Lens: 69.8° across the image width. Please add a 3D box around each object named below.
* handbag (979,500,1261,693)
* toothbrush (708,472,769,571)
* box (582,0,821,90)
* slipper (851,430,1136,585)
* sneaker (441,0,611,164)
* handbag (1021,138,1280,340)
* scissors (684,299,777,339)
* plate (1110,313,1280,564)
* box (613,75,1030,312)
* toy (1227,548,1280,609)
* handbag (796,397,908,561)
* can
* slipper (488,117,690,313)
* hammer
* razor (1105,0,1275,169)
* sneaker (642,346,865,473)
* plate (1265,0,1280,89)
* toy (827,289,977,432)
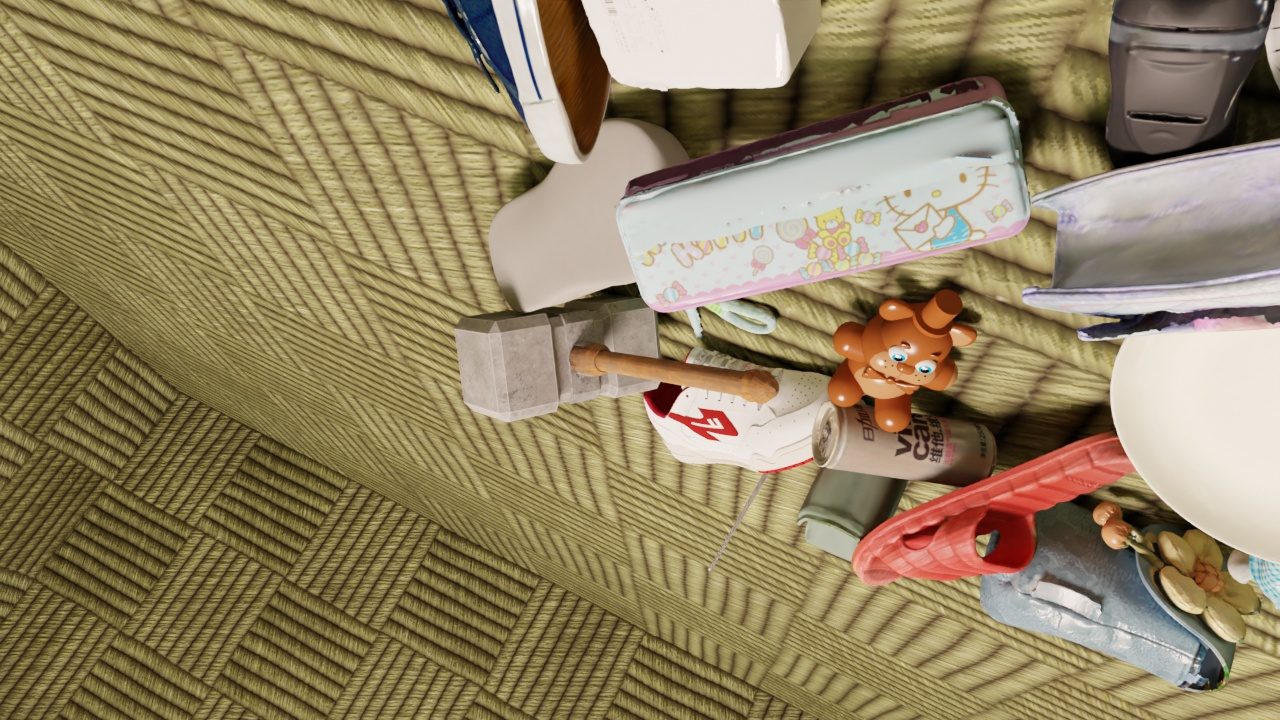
[{"bbox_3d":[0.378,0.170,0.732,0.192,0.121,0.119,20,139,25],"label":"handbag"},{"bbox_3d":[0.104,0.116,0.843,0.010,0.181,0.010,20,151,29],"label":"toothbrush"},{"bbox_3d":[0.033,-0.201,0.452,0.107,0.091,0.102,9,143,30],"label":"box"},{"bbox_3d":[0.266,0.131,0.697,0.103,0.059,0.250,13,141,-38],"label":"slipper"},{"bbox_3d":[-0.090,-0.222,0.464,0.127,0.120,0.295,7,148,19],"label":"sneaker"},{"bbox_3d":[0.268,-0.043,0.401,0.126,0.069,0.159,9,174,-31],"label":"handbag"},{"bbox_3d":[0.036,-0.059,0.772,0.172,0.021,0.171,16,159,25],"label":"scissors"},{"bbox_3d":[0.352,0.029,0.490,0.182,0.034,0.183,32,139,33],"label":"plate"},{"bbox_3d":[0.093,-0.087,0.496,0.215,0.065,0.078,-11,127,23],"label":"box"},{"bbox_3d":[0.438,0.107,0.569,0.105,0.131,0.205,50,171,8],"label":"toy"},{"bbox_3d":[0.190,0.107,0.803,0.067,0.121,0.106,21,159,25],"label":"handbag"},{"bbox_3d":[0.208,0.067,0.726,0.135,0.054,0.054,9,160,-10],"label":"can"},{"bbox_3d":[-0.025,-0.101,0.684,0.267,0.080,0.113,-20,84,55],"label":"slipper"},{"bbox_3d":[-0.004,0.004,0.706,0.318,0.162,0.083,9,107,56],"label":"hammer"},{"bbox_3d":[0.227,-0.116,0.388,0.053,0.063,0.140,16,169,29],"label":"razor"},{"bbox_3d":[0.085,0.033,0.833,0.104,0.090,0.237,51,152,-21],"label":"sneaker"},{"bbox_3d":[0.317,-0.122,0.297,0.188,0.016,0.189,25,157,11],"label":"plate"},{"bbox_3d":[0.187,-0.003,0.649,0.095,0.065,0.128,20,153,-2],"label":"toy"}]
